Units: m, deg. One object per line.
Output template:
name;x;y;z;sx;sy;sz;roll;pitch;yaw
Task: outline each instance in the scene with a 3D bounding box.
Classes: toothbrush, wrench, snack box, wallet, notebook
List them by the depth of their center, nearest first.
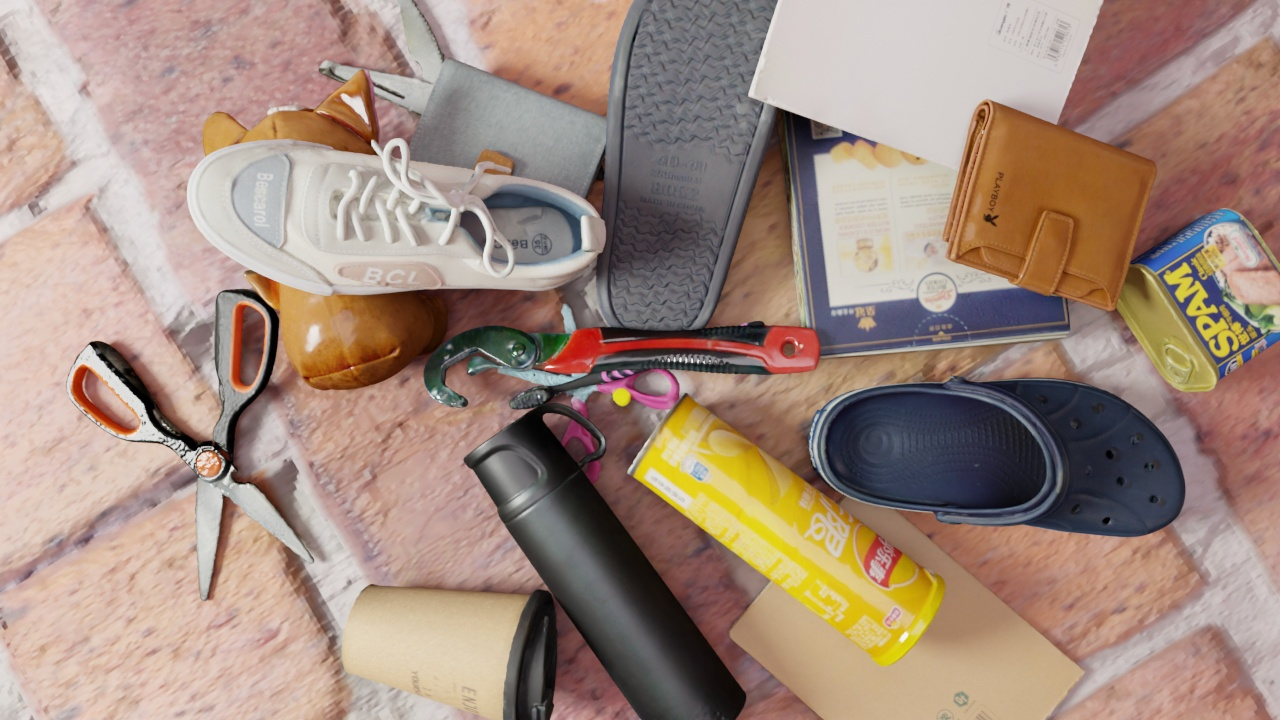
notebook;0.186;-0.206;0.578;0.209;0.012;0.150;15;100;-15
wallet;0.264;-0.098;0.594;0.131;0.031;0.108;15;90;-14
wrench;-0.016;-0.003;0.629;0.273;0.016;0.056;-4;75;6
toothbrush;-0.004;0.004;0.641;0.189;0.017;0.014;-18;94;5
wallet;-0.096;-0.143;0.642;0.130;0.037;0.106;22;86;3
snack box;0.196;-0.097;0.645;0.178;0.046;0.182;-5;87;0
notebook;0.187;0.206;0.648;0.207;0.008;0.148;40;88;3

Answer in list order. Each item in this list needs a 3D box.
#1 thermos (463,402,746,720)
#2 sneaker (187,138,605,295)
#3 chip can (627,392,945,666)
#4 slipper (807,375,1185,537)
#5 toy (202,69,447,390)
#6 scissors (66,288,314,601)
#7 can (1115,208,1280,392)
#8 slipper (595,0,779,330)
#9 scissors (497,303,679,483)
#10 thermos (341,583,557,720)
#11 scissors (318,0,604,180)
thermos;-0.016;0.141;0.621;0.090;0.068;0.242;-34;90;-12
sneaker;-0.135;-0.081;0.543;0.242;0.091;0.089;4;89;-25
chip can;0.095;0.112;0.617;0.213;0.072;0.072;35;88;7
slipper;0.242;0.060;0.611;0.253;0.095;0.105;6;90;1
toy;-0.206;-0.082;0.620;0.140;0.130;0.200;-19;108;-2
scissors;-0.316;0.053;0.662;0.232;0.021;0.221;23;93;3
can;0.390;-0.043;0.634;0.083;0.057;0.102;-32;87;-3
slipper;0.028;-0.144;0.632;0.110;0.083;0.268;11;110;-2
scissors;-0.040;0.027;0.660;0.133;0.017;0.134;12;89;6
thermos;-0.122;0.193;0.618;0.143;0.093;0.093;7;87;8
scissors;-0.130;-0.174;0.670;0.189;0.015;0.223;-13;87;0
